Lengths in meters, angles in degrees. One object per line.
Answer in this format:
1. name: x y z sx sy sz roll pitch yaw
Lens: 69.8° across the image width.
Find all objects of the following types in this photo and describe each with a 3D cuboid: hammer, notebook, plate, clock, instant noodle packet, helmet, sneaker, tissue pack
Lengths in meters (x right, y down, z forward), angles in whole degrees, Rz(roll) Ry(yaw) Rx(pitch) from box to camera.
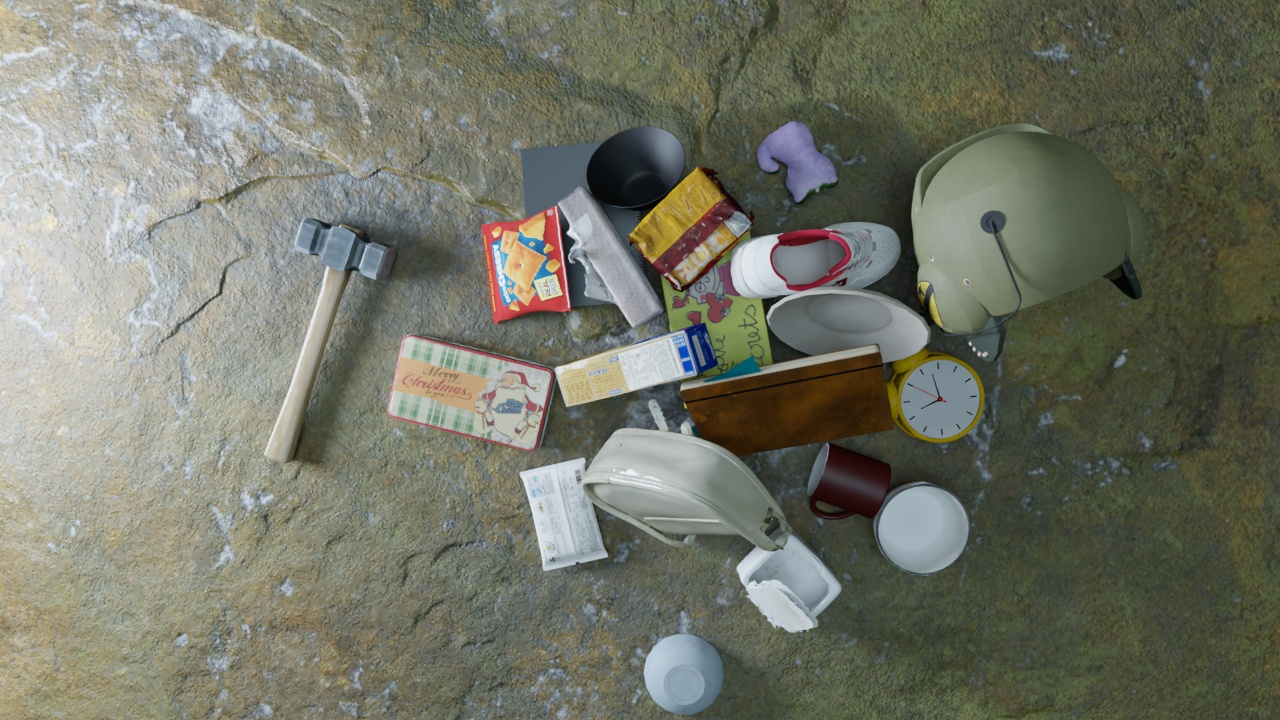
1. hammer: -0.425 -0.021 1.198 0.117 0.051 0.323 20 96 2
2. notebook: 0.170 0.053 1.104 0.249 0.178 0.014 -11 50 14
3. plate: 0.246 -0.047 1.086 0.189 0.189 0.027 12 68 2
4. clock: 0.361 0.041 1.158 0.152 0.052 0.113 25 94 -2
5. instant noodle packet: 0.062 -0.156 1.089 0.135 0.039 0.098 -44 91 7
6. helmet: 0.416 -0.144 1.032 0.250 0.255 0.233 -24 94 1
7. sneaker: 0.232 -0.124 1.092 0.236 0.104 0.090 -7 92 -24
8. tissue pack: -0.042 -0.121 1.127 0.071 0.103 0.181 -29 91 8
9. instant noodle packet: -0.100 0.202 1.200 0.087 0.026 0.134 -13 92 3
10. notebook: -0.073 -0.174 1.186 0.149 0.016 0.206 -4 93 4

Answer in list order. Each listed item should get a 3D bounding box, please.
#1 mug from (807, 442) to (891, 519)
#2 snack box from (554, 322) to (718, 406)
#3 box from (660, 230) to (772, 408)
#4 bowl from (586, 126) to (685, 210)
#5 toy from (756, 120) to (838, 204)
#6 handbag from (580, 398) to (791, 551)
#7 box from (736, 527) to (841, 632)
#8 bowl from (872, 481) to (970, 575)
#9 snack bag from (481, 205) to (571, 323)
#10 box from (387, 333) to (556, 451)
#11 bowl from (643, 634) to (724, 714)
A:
1. mug: 0.258 0.164 1.164 0.082 0.073 0.106 20 122 2
2. snack box: -0.007 0.007 1.123 0.207 0.057 0.056 -15 93 35
3. box: 0.093 -0.058 1.151 0.124 0.082 0.221 -8 91 3
4. bowl: 0.000 -0.223 1.133 0.124 0.052 0.123 -7 61 12
5. toy: 0.196 -0.248 1.159 0.080 0.036 0.099 -29 86 14
6. handbag: 0.060 0.147 1.113 0.184 0.230 0.131 44 63 -20
7. box: 0.186 0.283 1.140 0.103 0.130 0.110 -43 88 3
8. bowl: 0.349 0.207 1.158 0.116 0.065 0.116 0 93 2
9. snack bag: -0.144 -0.118 1.156 0.144 0.039 0.131 -5 93 41
10. box: -0.216 0.041 1.188 0.205 0.050 0.117 15 93 3
11. bowl: 0.057 0.415 1.197 0.106 0.039 0.106 0 93 3
